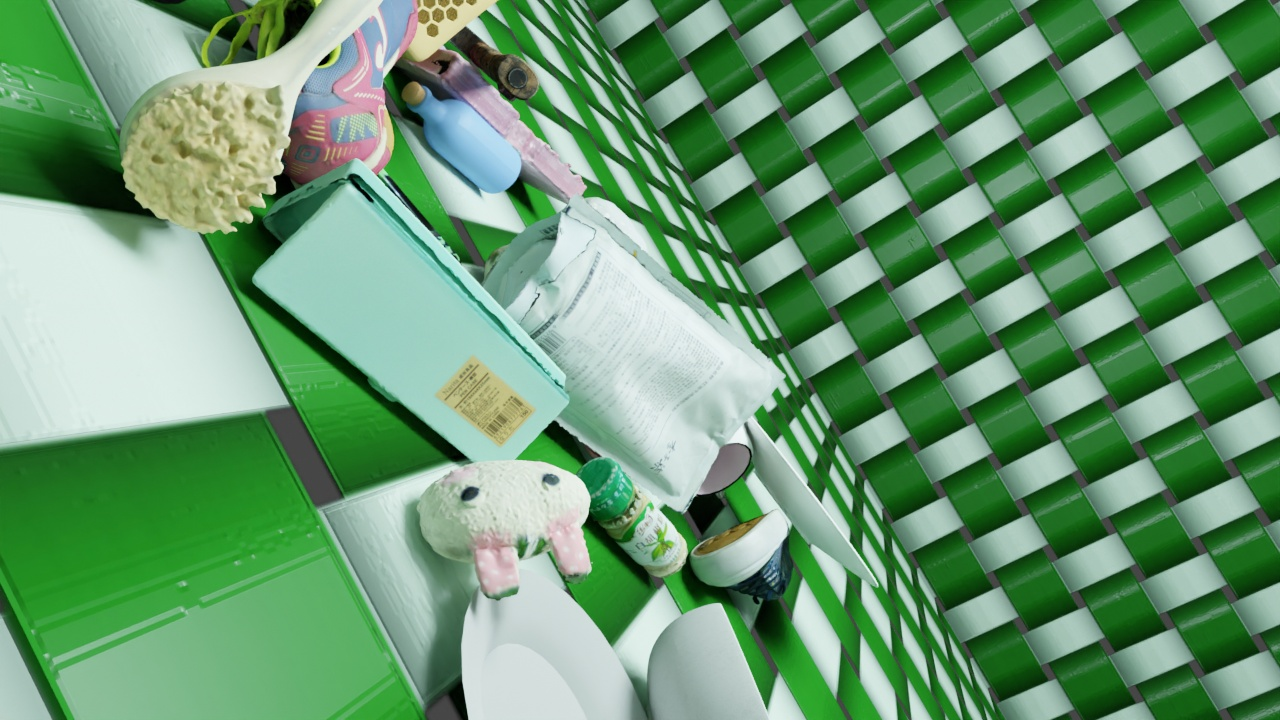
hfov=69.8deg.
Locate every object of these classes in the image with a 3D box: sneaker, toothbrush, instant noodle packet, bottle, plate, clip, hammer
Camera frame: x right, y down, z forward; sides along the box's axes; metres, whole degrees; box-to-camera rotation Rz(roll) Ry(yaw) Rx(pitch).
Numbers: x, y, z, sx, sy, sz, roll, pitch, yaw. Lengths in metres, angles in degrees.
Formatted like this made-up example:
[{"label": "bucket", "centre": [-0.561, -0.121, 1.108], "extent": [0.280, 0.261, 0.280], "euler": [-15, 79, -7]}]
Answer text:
[{"label": "sneaker", "centre": [0.111, 0.188, 0.854], "extent": [0.079, 0.087, 0.235], "euler": [66, 11, 11]}, {"label": "toothbrush", "centre": [-0.148, -0.090, 0.662], "extent": [0.188, 0.017, 0.014], "euler": [53, 16, -19]}, {"label": "sneaker", "centre": [-0.185, -0.204, 0.554], "extent": [0.091, 0.116, 0.241], "euler": [59, 16, -46]}, {"label": "instant noodle packet", "centre": [-0.004, 0.004, 0.686], "extent": [0.269, 0.147, 0.057], "euler": [39, 1, -41]}, {"label": "bottle", "centre": [-0.006, 0.117, 0.670], "extent": [0.110, 0.043, 0.042], "euler": [51, 15, -34]}, {"label": "plate", "centre": [-0.039, 0.185, 0.447], "extent": [0.173, 0.019, 0.172], "euler": [54, 14, -21]}, {"label": "clip", "centre": [-0.020, 0.066, 0.745], "extent": [0.022, 0.035, 0.057], "euler": [60, 9, 19]}, {"label": "bottle", "centre": [-0.156, -0.194, 0.786], "extent": [0.131, 0.048, 0.048], "euler": [37, 25, -58]}, {"label": "hammer", "centre": [-0.133, -0.263, 0.798], "extent": [0.120, 0.033, 0.330], "euler": [37, 8, -23]}, {"label": "plate", "centre": [0.152, 0.138, 0.916], "extent": [0.229, 0.030, 0.229], "euler": [53, 1, -2]}]

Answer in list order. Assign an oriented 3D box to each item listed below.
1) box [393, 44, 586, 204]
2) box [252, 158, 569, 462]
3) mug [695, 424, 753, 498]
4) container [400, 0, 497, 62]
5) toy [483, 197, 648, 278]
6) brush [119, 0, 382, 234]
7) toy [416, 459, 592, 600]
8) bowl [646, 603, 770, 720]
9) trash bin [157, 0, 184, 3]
[{"label": "box", "centre": [-0.162, -0.250, 0.901], "extent": [0.180, 0.055, 0.232], "euler": [49, 7, 33]}, {"label": "box", "centre": [-0.117, -0.009, 0.493], "extent": [0.189, 0.078, 0.079], "euler": [51, 32, -38]}, {"label": "mug", "centre": [0.061, 0.088, 0.888], "extent": [0.076, 0.090, 0.124], "euler": [57, -9, 41]}, {"label": "container", "centre": [-0.179, -0.354, 0.719], "extent": [0.129, 0.183, 0.167], "euler": [36, -16, 43]}, {"label": "toy", "centre": [-0.025, -0.043, 0.742], "extent": [0.209, 0.138, 0.085], "euler": [49, 32, -39]}, {"label": "brush", "centre": [-0.140, -0.165, 0.431], "extent": [0.271, 0.077, 0.062], "euler": [-61, 141, -27]}, {"label": "toy", "centre": [-0.069, 0.076, 0.468], "extent": [0.112, 0.087, 0.050], "euler": [-124, -144, -49]}, {"label": "bowl", "centre": [0.042, 0.218, 0.543], "extent": [0.132, 0.064, 0.132], "euler": [156, -88, -88]}, {"label": "trash bin", "centre": [-0.205, -0.325, 0.465], "extent": [0.217, 0.243, 0.216], "euler": [54, 14, -21]}]
